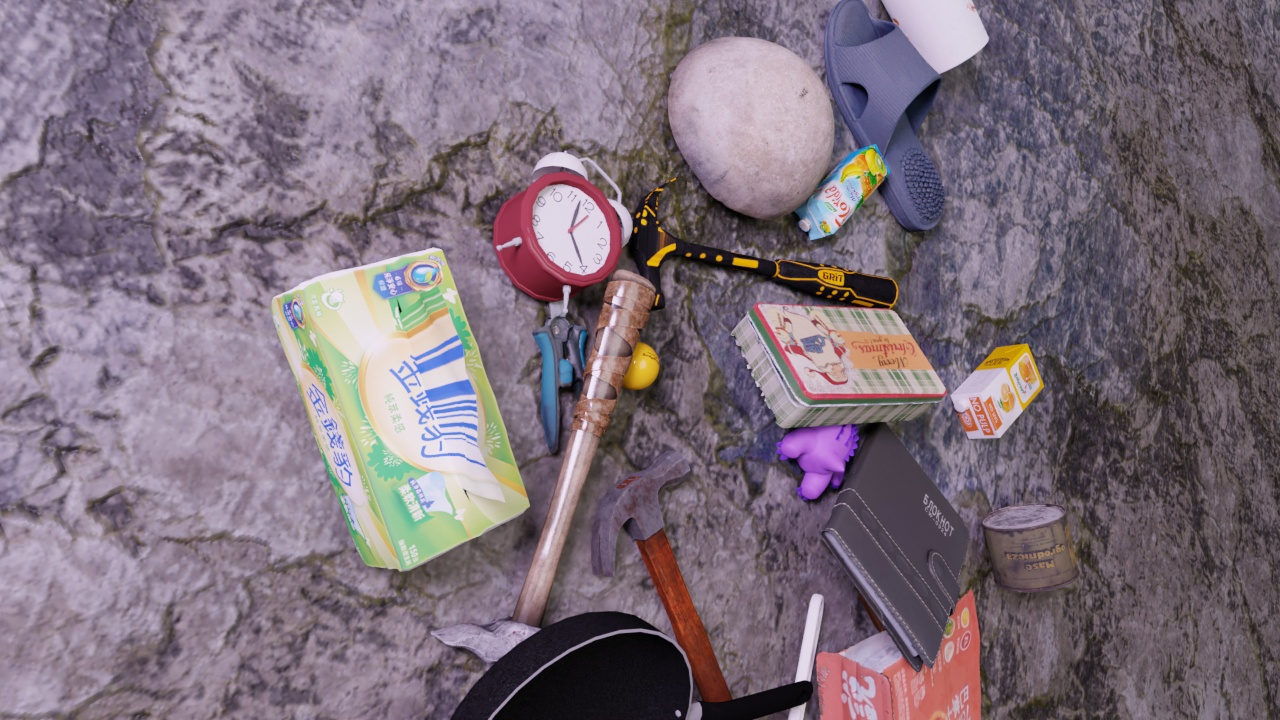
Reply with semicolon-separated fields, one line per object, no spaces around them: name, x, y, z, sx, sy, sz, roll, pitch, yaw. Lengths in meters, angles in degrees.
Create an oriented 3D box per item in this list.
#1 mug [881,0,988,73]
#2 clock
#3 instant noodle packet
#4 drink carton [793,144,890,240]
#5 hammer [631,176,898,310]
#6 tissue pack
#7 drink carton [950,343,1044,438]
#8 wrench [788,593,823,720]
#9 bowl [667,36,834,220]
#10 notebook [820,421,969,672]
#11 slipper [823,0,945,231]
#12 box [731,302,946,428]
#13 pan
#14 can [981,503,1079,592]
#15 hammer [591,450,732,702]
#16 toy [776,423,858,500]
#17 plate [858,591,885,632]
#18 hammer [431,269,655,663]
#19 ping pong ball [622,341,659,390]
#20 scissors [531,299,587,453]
mug;0.327;-0.384;1.023;0.082;0.082;0.105;-47;113;-31
clock;-0.058;-0.104;0.719;0.096;0.048;0.137;44;56;-19
instant noodle packet;0.276;0.331;0.891;0.220;0.084;0.164;-12;99;-39
drink carton;0.206;-0.172;0.934;0.128;0.039;0.044;-45;110;-31
hammer;0.127;-0.089;0.872;0.320;0.036;0.123;7;79;-33
tissue pack;-0.141;0.028;0.590;0.120;0.142;0.198;-30;102;-35
drink carton;0.412;0.037;1.060;0.122;0.040;0.058;-36;105;-34
wrench;0.134;0.344;0.819;0.066;0.018;0.272;58;44;-59
bowl;0.117;-0.224;0.837;0.178;0.081;0.178;10;72;-31
notebook;0.250;0.169;0.877;0.169;0.030;0.208;52;40;-6
slipper;0.278;-0.263;0.973;0.101;0.083;0.263;-34;105;-32
box;0.190;0.002;0.867;0.205;0.050;0.117;2;53;-36
pan;0.004;0.271;0.690;0.354;0.044;0.204;4;109;-41
can;0.435;0.209;1.026;0.089;0.090;0.074;-16;94;-37
hammer;0.044;0.236;0.773;0.110;0.028;0.301;-29;102;-36
toy;0.177;0.078;0.871;0.087;0.056;0.106;-56;128;-40
plate;0.265;0.224;0.938;0.131;0.025;0.131;5;81;-36
hammer;-0.051;0.082;0.693;0.121;0.049;0.318;24;76;-29
ping pong ball;-0.004;0.004;0.757;0.040;0.040;0.040;5;81;-36
scissors;-0.063;0.004;0.727;0.126;0.019;0.144;42;60;-24
